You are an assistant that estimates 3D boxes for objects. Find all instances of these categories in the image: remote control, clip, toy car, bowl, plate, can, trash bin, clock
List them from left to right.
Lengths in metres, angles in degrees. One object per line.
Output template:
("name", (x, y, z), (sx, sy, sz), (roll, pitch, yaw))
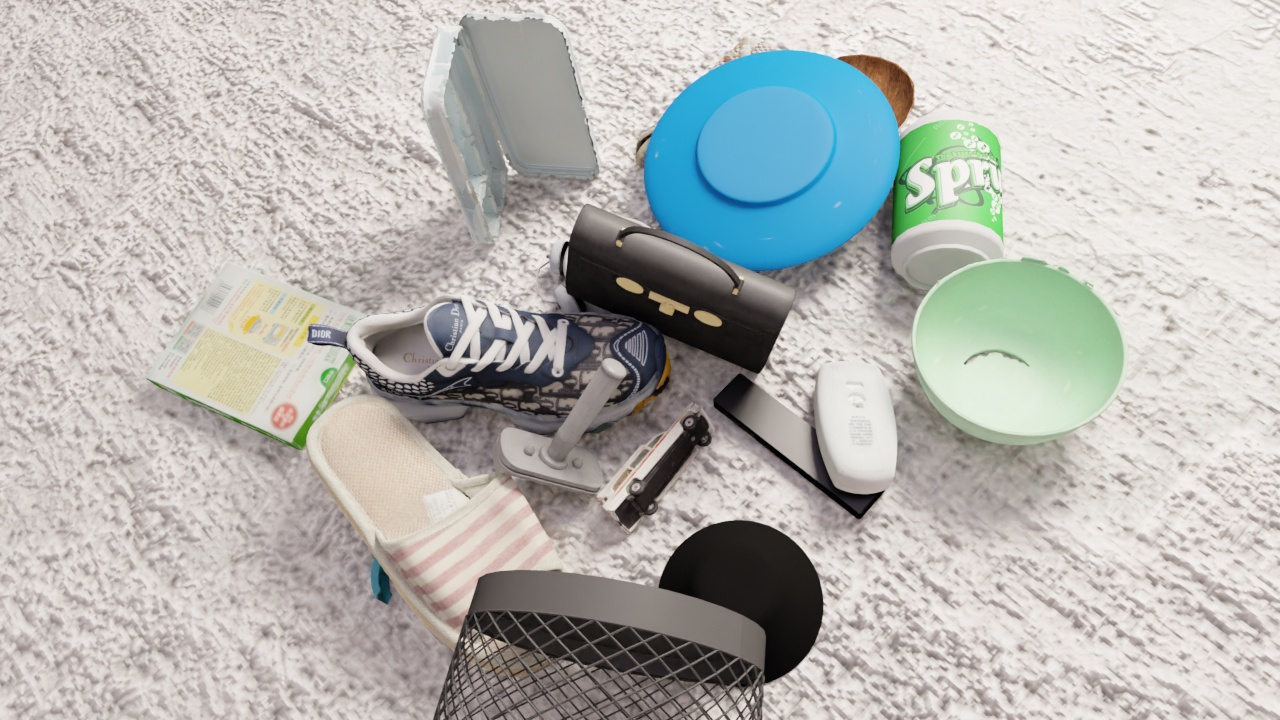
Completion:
("clip", (-0.186, 0.145, 0.733), (0.122, 0.033, 0.120), (35, 77, 22))
("trash bin", (-0.033, 0.262, 0.540), (0.218, 0.218, 0.226), (6, 64, 11))
("clock", (-0.033, -0.080, 0.817), (0.122, 0.035, 0.094), (-12, 62, 1))
("toy car", (0.011, 0.082, 0.729), (0.039, 0.039, 0.113), (24, 67, 42))
("bowl", (0.071, 0.168, 0.665), (0.124, 0.052, 0.123), (-4, 63, 7))
("plate", (0.109, -0.184, 0.799), (0.224, 0.024, 0.224), (-6, 68, 14))
("remote control", (0.124, 0.066, 0.731), (0.150, 0.013, 0.034), (38, 70, 23))
("bowl", (0.191, -0.223, 0.826), (0.102, 0.026, 0.114), (24, 72, 22))
("remote control", (0.167, 0.050, 0.713), (0.060, 0.028, 0.114), (1, 52, -2))
("can", (0.257, -0.134, 0.771), (0.088, 0.088, 0.139), (4, 64, 11))
("bowl", (0.281, 0.003, 0.704), (0.151, 0.077, 0.150), (-3, 63, 7))

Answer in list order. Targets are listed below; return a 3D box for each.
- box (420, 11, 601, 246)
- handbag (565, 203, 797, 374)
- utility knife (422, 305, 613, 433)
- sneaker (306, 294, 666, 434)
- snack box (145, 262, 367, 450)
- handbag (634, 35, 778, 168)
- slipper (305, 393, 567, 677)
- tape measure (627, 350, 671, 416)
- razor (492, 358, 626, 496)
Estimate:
("box", (-0.112, -0.188, 0.787), (0.129, 0.211, 0.105), (1, 65, 10))
("handbag", (0.031, -0.065, 0.682), (0.176, 0.196, 0.072), (23, 85, 3))
("utility knife", (-0.116, 0.008, 0.798), (0.220, 0.015, 0.031), (29, 76, 19))
("sneaker", (-0.118, -0.007, 0.721), (0.270, 0.132, 0.103), (-1, 72, 16))
("snack box", (-0.343, -0.008, 0.832), (0.168, 0.027, 0.131), (20, 69, 17))
("handbag", (0.095, -0.226, 0.867), (0.124, 0.047, 0.185), (36, 73, 22))
("slipper", (-0.147, 0.120, 0.691), (0.263, 0.052, 0.114), (43, 59, 12))
("tape measure", (-0.005, 0.004, 0.773), (0.059, 0.030, 0.068), (-32, 66, -8))
("razor", (-0.047, 0.046, 0.696), (0.088, 0.116, 0.047), (19, 32, -28))
